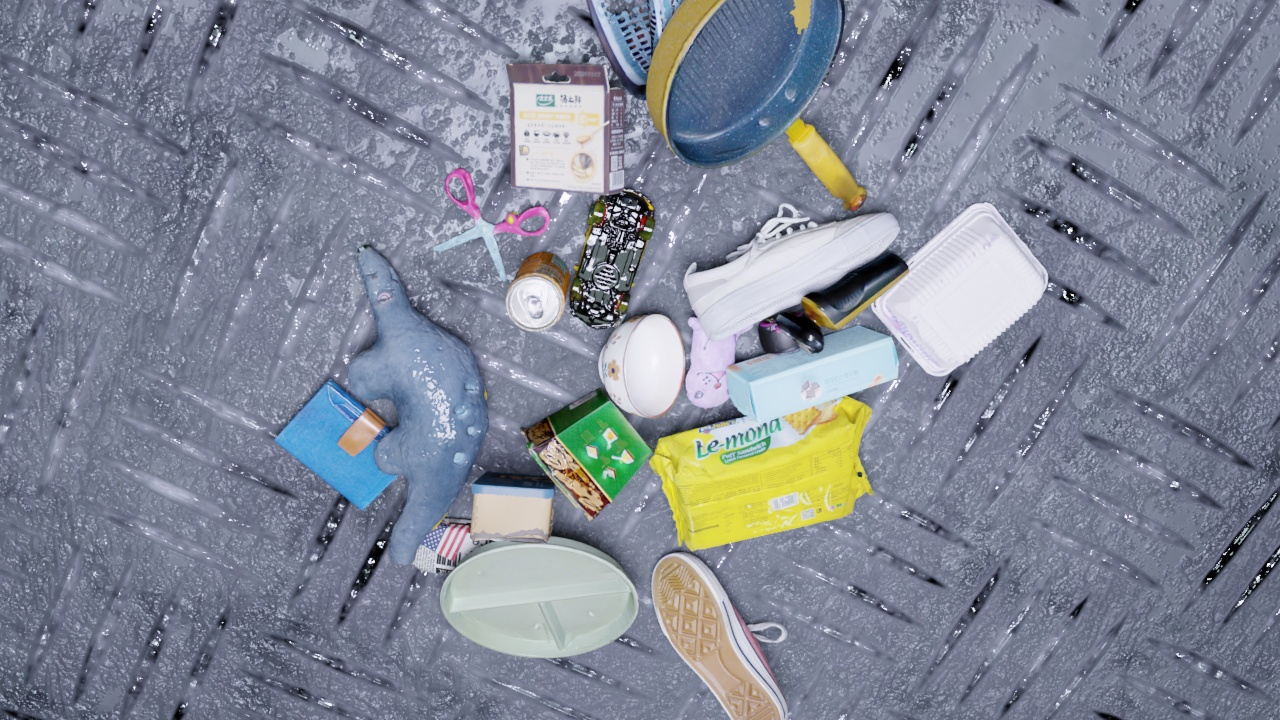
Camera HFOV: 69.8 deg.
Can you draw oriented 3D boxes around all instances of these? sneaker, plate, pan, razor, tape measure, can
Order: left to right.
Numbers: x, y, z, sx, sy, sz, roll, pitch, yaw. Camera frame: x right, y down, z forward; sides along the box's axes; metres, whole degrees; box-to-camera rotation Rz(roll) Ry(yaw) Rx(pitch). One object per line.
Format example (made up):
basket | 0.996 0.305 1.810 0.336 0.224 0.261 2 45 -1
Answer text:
can | -0.104 -0.073 0.949 0.058 0.146 0.058 0 106 -2
plate | -0.117 0.278 1.073 0.230 0.027 0.231 -1 131 -1
sneaker | 0.101 0.335 1.111 0.118 0.087 0.241 -37 81 19
tape measure | 0.160 -0.033 1.020 0.058 0.057 0.039 -17 103 -6
pan | 0.139 -0.233 0.872 0.198 0.357 0.078 -45 61 12
sneaker | 0.158 -0.112 0.990 0.242 0.089 0.090 -26 73 -7
razor | 0.222 -0.064 0.985 0.167 0.062 0.068 -33 134 -19

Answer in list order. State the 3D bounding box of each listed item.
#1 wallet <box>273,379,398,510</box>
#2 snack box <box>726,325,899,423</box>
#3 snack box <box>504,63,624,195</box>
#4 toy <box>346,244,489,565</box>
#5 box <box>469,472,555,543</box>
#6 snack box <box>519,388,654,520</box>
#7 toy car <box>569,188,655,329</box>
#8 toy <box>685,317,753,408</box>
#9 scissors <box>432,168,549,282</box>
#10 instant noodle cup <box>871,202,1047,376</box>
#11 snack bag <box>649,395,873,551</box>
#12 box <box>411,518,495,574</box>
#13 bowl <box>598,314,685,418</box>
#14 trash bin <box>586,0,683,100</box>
wallet | -0.335 0.098 1.048 0.106 0.040 0.133 -43 105 14
snack box | 0.187 0.014 1.009 0.174 0.074 0.052 -18 107 -10
snack box | -0.076 -0.235 0.932 0.113 0.053 0.126 8 107 21
toy | -0.238 0.046 1.004 0.138 0.091 0.356 -8 96 1
box | -0.137 0.158 0.996 0.090 0.184 0.062 4 85 -6
snack box | -0.057 0.095 1.028 0.105 0.118 0.117 -40 105 -4
toy car | -0.034 -0.110 0.996 0.071 0.041 0.156 15 106 -7
toy | 0.084 0.003 1.037 0.083 0.039 0.108 -1 106 -25
scissors | -0.166 -0.148 0.994 0.133 0.017 0.133 -20 110 7
instant noodle cup | 0.362 -0.072 1.017 0.173 0.060 0.138 -42 104 11
snack bag | 0.141 0.133 1.035 0.246 0.068 0.158 -14 131 0
box | -0.193 0.222 1.092 0.164 0.060 0.072 8 86 -6
bowl | -0.006 0.006 1.009 0.062 0.113 0.113 1 111 36
trash bin | 0.060 -0.379 0.848 0.195 0.226 0.227 -20 107 -10
